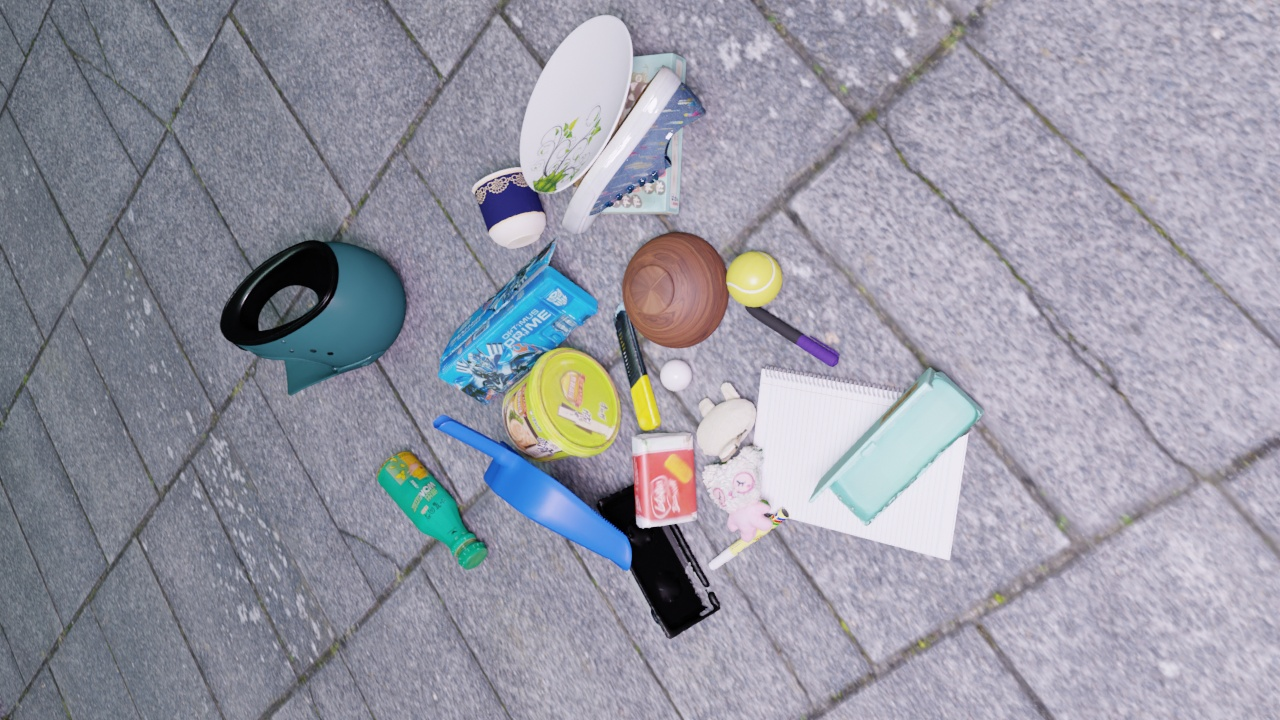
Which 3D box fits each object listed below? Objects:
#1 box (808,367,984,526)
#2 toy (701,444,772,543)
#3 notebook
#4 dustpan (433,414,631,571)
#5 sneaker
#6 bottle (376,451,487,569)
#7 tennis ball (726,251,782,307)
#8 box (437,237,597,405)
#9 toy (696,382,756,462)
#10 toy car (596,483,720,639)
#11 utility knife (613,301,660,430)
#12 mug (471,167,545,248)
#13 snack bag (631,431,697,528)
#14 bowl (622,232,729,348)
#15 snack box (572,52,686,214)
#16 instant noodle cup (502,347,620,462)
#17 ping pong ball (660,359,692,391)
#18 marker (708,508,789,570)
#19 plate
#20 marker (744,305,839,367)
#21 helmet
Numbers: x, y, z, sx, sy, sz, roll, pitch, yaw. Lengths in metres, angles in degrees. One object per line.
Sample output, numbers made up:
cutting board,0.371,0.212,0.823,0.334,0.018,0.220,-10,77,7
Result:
box,0.264,0.098,0.974,0.077,0.092,0.189,49,118,20
toy,0.120,0.163,1.105,0.096,0.041,0.109,-37,67,43
notebook,0.242,0.111,1.052,0.246,0.013,0.178,10,100,32
dustpan,-0.152,0.147,1.133,0.059,0.257,0.246,-61,31,-5
sneaker,-0.011,-0.234,1.102,0.079,0.087,0.236,34,117,-10
bottle,-0.310,0.227,1.377,0.210,0.068,0.068,42,113,23
tennis ball,0.133,-0.095,1.074,0.065,0.065,0.065,2,94,32
box,-0.174,-0.057,1.290,0.244,0.094,0.115,-38,33,28
toy,0.104,0.082,1.111,0.087,0.050,0.112,-43,45,26
toy car,0.012,0.258,1.177,0.191,0.093,0.071,59,144,13
utility knife,-0.007,0.007,1.198,0.029,0.020,0.172,-17,85,31
mug,-0.179,-0.201,1.264,0.089,0.085,0.112,70,157,6
snack bag,0.031,0.149,1.151,0.036,0.077,0.116,-178,85,-68
bowl,0.030,-0.087,1.138,0.147,0.068,0.147,2,95,32
snack box,-0.016,-0.284,1.169,0.142,0.044,0.193,6,96,31
instant noodle cup,-0.107,0.065,1.198,0.098,0.145,0.146,-27,79,41
ping pong ball,0.045,0.019,1.153,0.040,0.040,0.040,2,94,32
marker,0.131,0.220,1.124,0.133,0.014,0.014,-44,71,31
plate,-0.073,-0.311,1.136,0.230,0.030,0.229,-23,59,45
marker,0.177,-0.033,1.081,0.134,0.015,0.018,36,83,26
helmet,-0.480,-0.060,1.387,0.275,0.200,0.176,-25,63,15
